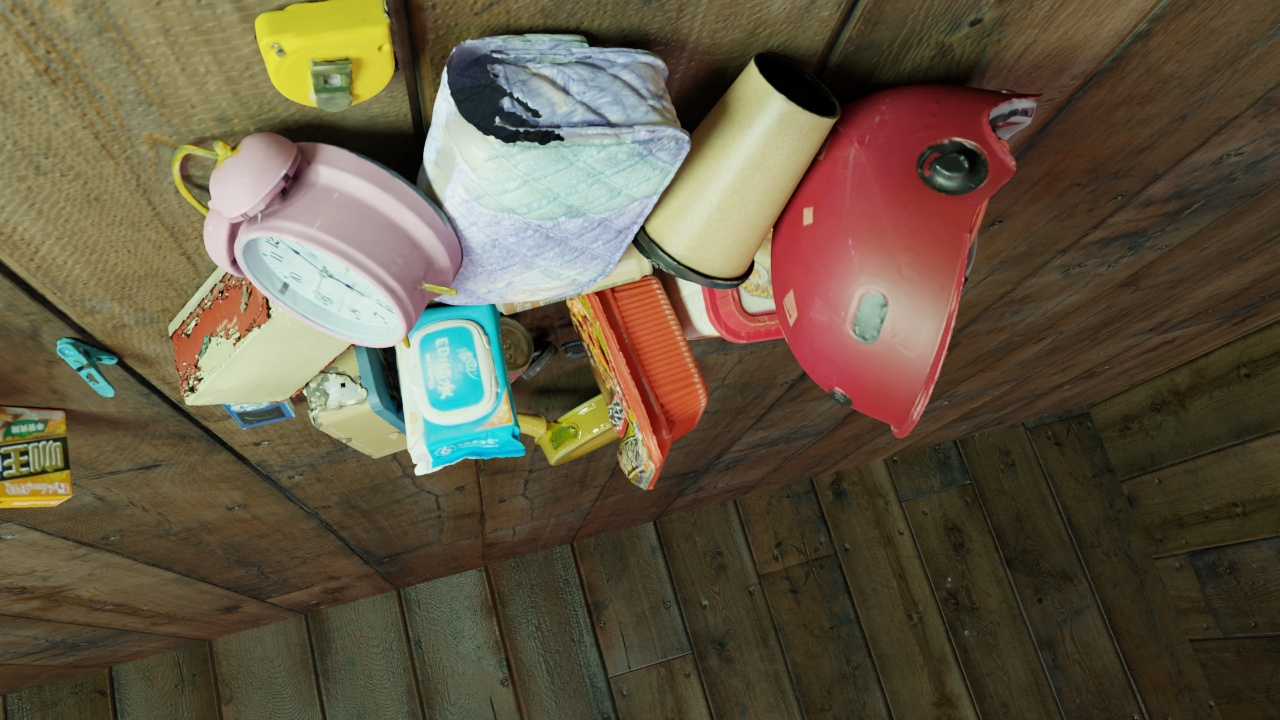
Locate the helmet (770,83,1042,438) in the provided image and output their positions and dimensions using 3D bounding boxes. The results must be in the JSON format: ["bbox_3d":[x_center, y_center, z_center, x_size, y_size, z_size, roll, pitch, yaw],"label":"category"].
[{"bbox_3d":[0.155,-0.076,0.615,0.144,0.239,0.207,21,146,14],"label":"helmet"}]

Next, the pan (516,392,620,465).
[{"bbox_3d":[-0.088,0.066,1.057,0.198,0.078,0.356,-35,169,37],"label":"pan"}]

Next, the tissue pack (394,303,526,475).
[{"bbox_3d":[-0.149,0.018,0.746,0.090,0.140,0.063,-11,164,-7],"label":"tissue pack"}]

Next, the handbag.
[{"bbox_3d":[-0.063,-0.103,0.537,0.134,0.075,0.194,-9,161,-25],"label":"handbag"}]

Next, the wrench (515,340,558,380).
[{"bbox_3d":[-0.167,0.036,0.968,0.274,0.016,0.056,-28,-162,46],"label":"wrench"}]

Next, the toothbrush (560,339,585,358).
[{"bbox_3d":[0.015,-0.029,0.907,0.191,0.018,0.016,-12,163,-14],"label":"toothbrush"}]

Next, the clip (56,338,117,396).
[{"bbox_3d":[-0.393,0.000,0.653,0.013,0.033,0.054,-18,148,1],"label":"clip"}]

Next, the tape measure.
[{"bbox_3d":[-0.142,-0.138,0.422,0.060,0.029,0.057,-12,164,-13],"label":"tape measure"}]

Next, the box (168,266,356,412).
[{"bbox_3d":[-0.252,-0.019,0.629,0.091,0.076,0.169,0,157,-47],"label":"box"}]

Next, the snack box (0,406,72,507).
[{"bbox_3d":[-0.507,0.071,0.677,0.026,0.075,0.153,-24,163,26],"label":"snack box"}]

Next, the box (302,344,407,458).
[{"bbox_3d":[-0.232,0.028,0.788,0.060,0.089,0.184,-17,166,-1],"label":"box"}]

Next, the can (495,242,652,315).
[{"bbox_3d":[-0.054,-0.075,0.668,0.116,0.058,0.058,-15,164,-4],"label":"can"}]

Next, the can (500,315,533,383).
[{"bbox_3d":[-0.155,0.013,0.862,0.057,0.058,0.148,-5,161,-35],"label":"can"}]

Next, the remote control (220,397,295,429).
[{"bbox_3d":[-0.338,0.032,0.805,0.049,0.024,0.125,-12,162,-15],"label":"remote control"}]

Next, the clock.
[{"bbox_3d":[-0.179,-0.068,0.504,0.158,0.059,0.117,32,151,-16],"label":"clock"}]

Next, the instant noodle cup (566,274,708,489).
[{"bbox_3d":[-0.004,0.004,0.765,0.079,0.188,0.165,-22,167,-9],"label":"instant noodle cup"}]

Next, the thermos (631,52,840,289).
[{"bbox_3d":[0.057,-0.114,0.572,0.092,0.093,0.144,-3,141,-39],"label":"thermos"}]

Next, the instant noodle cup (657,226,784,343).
[{"bbox_3d":[0.078,-0.068,0.750,0.116,0.116,0.124,-8,175,-27],"label":"instant noodle cup"}]
